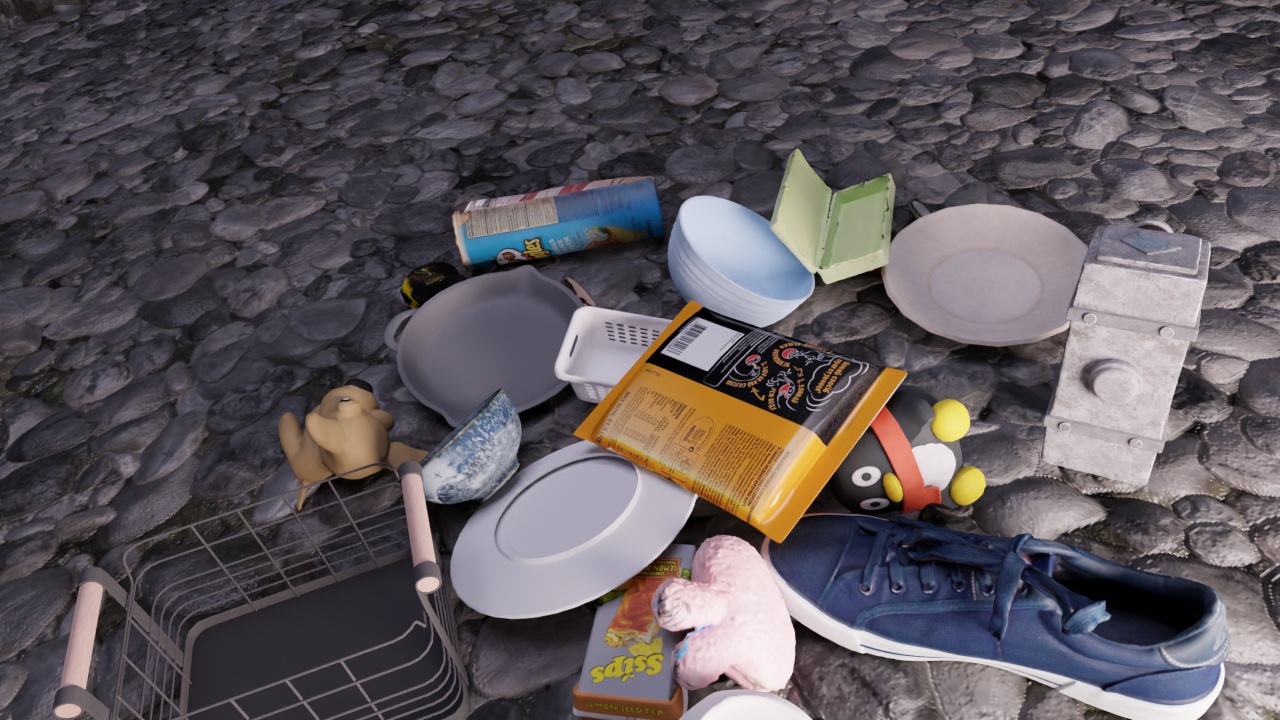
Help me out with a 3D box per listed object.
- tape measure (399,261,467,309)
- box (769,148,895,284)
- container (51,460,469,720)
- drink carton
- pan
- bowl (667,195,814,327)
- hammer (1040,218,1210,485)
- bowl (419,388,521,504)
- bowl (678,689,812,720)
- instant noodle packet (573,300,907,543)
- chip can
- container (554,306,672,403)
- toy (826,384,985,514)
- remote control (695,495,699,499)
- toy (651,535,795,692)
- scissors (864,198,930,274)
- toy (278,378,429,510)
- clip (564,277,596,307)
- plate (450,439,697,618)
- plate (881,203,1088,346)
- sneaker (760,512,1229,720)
[{"bbox_3d":[-0.228,-0.082,1.009,0.067,0.038,0.062,-34,45,-22],"label":"tape measure"},{"bbox_3d":[0.197,-0.147,0.942,0.130,0.064,0.187,18,37,3],"label":"box"},{"bbox_3d":[-0.247,0.187,0.644,0.241,0.130,0.162,-18,42,-7],"label":"container"},{"bbox_3d":[0.002,0.192,0.640,0.076,0.048,0.124,1,43,14],"label":"drink carton"},{"bbox_3d":[-0.082,-0.006,0.895,0.355,0.024,0.215,7,50,12],"label":"pan"},{"bbox_3d":[0.086,-0.083,0.889,0.150,0.075,0.150,20,38,-17],"label":"bowl"},{"bbox_3d":[0.408,-0.057,0.754,0.080,0.177,0.325,14,35,27],"label":"hammer"},{"bbox_3d":[-0.140,0.084,0.776,0.114,0.061,0.114,-41,7,6],"label":"bowl"},{"bbox_3d":[0.064,0.245,0.534,0.116,0.066,0.116,0,52,-1],"label":"bowl"},{"bbox_3d":[0.068,0.035,0.712,0.221,0.032,0.159,22,63,43],"label":"instant noodle packet"},{"bbox_3d":[-0.091,-0.158,1.034,0.229,0.080,0.079,-9,41,3],"label":"chip can"},{"bbox_3d":[-0.005,0.005,0.826,0.129,0.050,0.080,10,57,11],"label":"container"},{"bbox_3d":[0.182,0.073,0.697,0.119,0.097,0.099,-24,25,-2],"label":"toy"},{"bbox_3d":[0.052,0.069,0.792,0.043,0.013,0.136,10,46,24],"label":"remote control"},{"bbox_3d":[0.055,0.172,0.609,0.105,0.053,0.108,-3,71,-43],"label":"toy"},{"bbox_3d":[0.292,-0.111,0.933,0.199,0.015,0.178,8,46,20],"label":"scissors"},{"bbox_3d":[-0.267,0.072,0.814,0.108,0.134,0.105,-21,58,31],"label":"toy"},{"bbox_3d":[-0.075,-0.060,0.959,0.041,0.024,0.060,-30,48,-19],"label":"clip"},{"bbox_3d":[-0.056,0.116,0.715,0.209,0.015,0.208,-19,26,10],"label":"plate"},{"bbox_3d":[0.325,-0.077,0.862,0.189,0.027,0.188,-6,48,7],"label":"plate"},{"bbox_3d":[0.215,0.141,0.592,0.295,0.127,0.120,9,44,25],"label":"sneaker"}]
